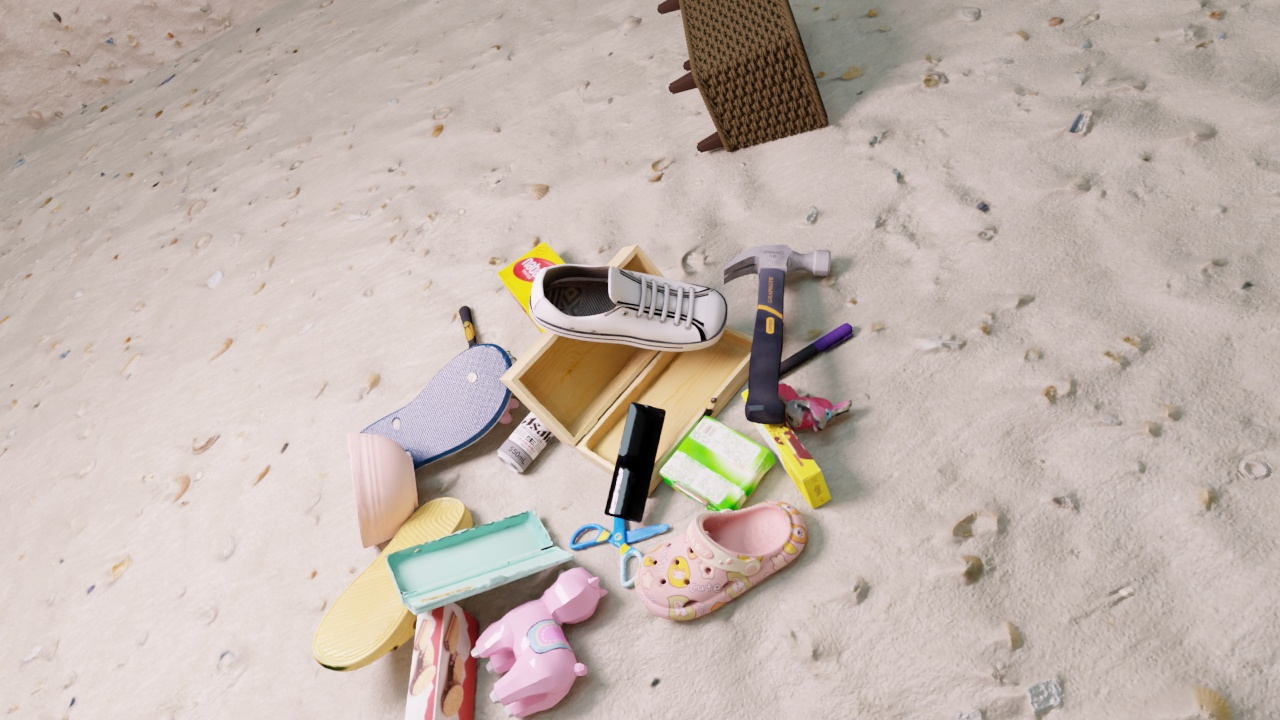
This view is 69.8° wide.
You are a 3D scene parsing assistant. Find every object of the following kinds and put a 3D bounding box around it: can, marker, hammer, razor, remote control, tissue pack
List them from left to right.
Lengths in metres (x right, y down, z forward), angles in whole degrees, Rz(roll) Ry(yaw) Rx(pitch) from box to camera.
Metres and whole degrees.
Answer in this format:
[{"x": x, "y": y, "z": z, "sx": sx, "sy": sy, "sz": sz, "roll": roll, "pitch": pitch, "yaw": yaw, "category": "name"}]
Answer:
[{"x": -0.258, "y": -0.039, "z": 1.395, "sx": 0.044, "sy": 0.021, "sz": 0.144, "roll": -28, "pitch": 43, "yaw": 2, "category": "razor"}, {"x": -0.139, "y": 0.096, "z": 1.201, "sx": 0.044, "sy": 0.044, "sz": 0.106, "roll": 24, "pitch": 65, "yaw": 39, "category": "can"}, {"x": -0.005, "y": 0.118, "z": 1.079, "sx": 0.045, "sy": 0.021, "sz": 0.140, "roll": 13, "pitch": 69, "yaw": 0, "category": "remote control"}, {"x": 0.087, "y": 0.124, "z": 1.065, "sx": 0.114, "sy": 0.034, "sz": 0.099, "roll": 29, "pitch": 69, "yaw": 35, "category": "tissue pack"}, {"x": 0.163, "y": -0.040, "z": 1.117, "sx": 0.139, "sy": 0.035, "sz": 0.311, "roll": 4, "pitch": 42, "yaw": 7, "category": "hammer"}, {"x": 0.206, "y": -0.006, "z": 1.138, "sx": 0.134, "sy": 0.015, "sz": 0.018, "roll": -31, "pitch": 73, "yaw": -1, "category": "marker"}]

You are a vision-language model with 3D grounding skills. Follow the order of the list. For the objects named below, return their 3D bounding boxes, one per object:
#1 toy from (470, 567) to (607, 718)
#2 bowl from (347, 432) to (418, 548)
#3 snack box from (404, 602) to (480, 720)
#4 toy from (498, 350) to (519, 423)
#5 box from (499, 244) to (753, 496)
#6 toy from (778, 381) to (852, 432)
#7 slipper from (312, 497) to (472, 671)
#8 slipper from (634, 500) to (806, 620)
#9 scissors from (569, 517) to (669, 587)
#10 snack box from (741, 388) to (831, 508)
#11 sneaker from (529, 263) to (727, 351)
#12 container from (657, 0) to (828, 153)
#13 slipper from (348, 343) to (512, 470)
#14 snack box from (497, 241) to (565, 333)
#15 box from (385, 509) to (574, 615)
[{"x": -0.099, "y": 0.300, "z": 0.991, "sx": 0.157, "sy": 0.067, "sz": 0.123, "roll": -33, "pitch": 46, "yaw": -9, "category": "toy"}, {"x": -0.329, "y": 0.162, "z": 1.183, "sx": 0.076, "sy": 0.153, "sz": 0.153, "roll": -8, "pitch": 43, "yaw": -15, "category": "bowl"}, {"x": -0.210, "y": 0.389, "z": 0.962, "sx": 0.044, "sy": 0.077, "sz": 0.272, "roll": -19, "pitch": 45, "yaw": 16, "category": "snack box"}, {"x": -0.207, "y": 0.048, "z": 1.281, "sx": 0.096, "sy": 0.041, "sz": 0.108, "roll": -21, "pitch": 59, "yaw": 9, "category": "toy"}, {"x": -0.007, "y": 0.013, "z": 1.176, "sx": 0.252, "sy": 0.119, "sz": 0.247, "roll": 37, "pitch": 73, "yaw": 16, "category": "box"}, {"x": 0.190, "y": 0.057, "z": 1.075, "sx": 0.065, "sy": 0.050, "sz": 0.102, "roll": -14, "pitch": 29, "yaw": -38, "category": "toy"}, {"x": -0.279, "y": 0.275, "z": 1.098, "sx": 0.100, "sy": 0.078, "sz": 0.262, "roll": 1, "pitch": 36, "yaw": 24, "category": "slipper"}, {"x": 0.081, "y": 0.202, "z": 0.975, "sx": 0.197, "sy": 0.081, "sz": 0.093, "roll": -25, "pitch": 46, "yaw": 2, "category": "slipper"}, {"x": -0.026, "y": 0.209, "z": 1.069, "sx": 0.125, "sy": 0.013, "sz": 0.126, "roll": -18, "pitch": 51, "yaw": 14, "category": "scissors"}, {"x": 0.163, "y": 0.095, "z": 1.039, "sx": 0.025, "sy": 0.061, "sz": 0.149, "roll": -29, "pitch": 45, "yaw": -1, "category": "snack box"}, {"x": -0.014, "y": -0.076, "z": 1.107, "sx": 0.245, "sy": 0.097, "sz": 0.091, "roll": 9, "pitch": 69, "yaw": 0, "category": "sneaker"}, {"x": 0.154, "y": -0.497, "z": 1.480, "sx": 0.205, "sy": 0.176, "sz": 0.320, "roll": -19, "pitch": 46, "yaw": 16, "category": "container"}, {"x": -0.277, "y": 0.085, "z": 1.256, "sx": 0.295, "sy": 0.060, "sz": 0.118, "roll": -31, "pitch": 69, "yaw": 19, "category": "slipper"}, {"x": -0.131, "y": -0.096, "z": 1.364, "sx": 0.092, "sy": 0.042, "sz": 0.200, "roll": -35, "pitch": 46, "yaw": -7, "category": "snack box"}, {"x": -0.183, "y": 0.234, "z": 1.045, "sx": 0.186, "sy": 0.055, "sz": 0.138, "roll": -14, "pitch": 27, "yaw": -23, "category": "box"}]
